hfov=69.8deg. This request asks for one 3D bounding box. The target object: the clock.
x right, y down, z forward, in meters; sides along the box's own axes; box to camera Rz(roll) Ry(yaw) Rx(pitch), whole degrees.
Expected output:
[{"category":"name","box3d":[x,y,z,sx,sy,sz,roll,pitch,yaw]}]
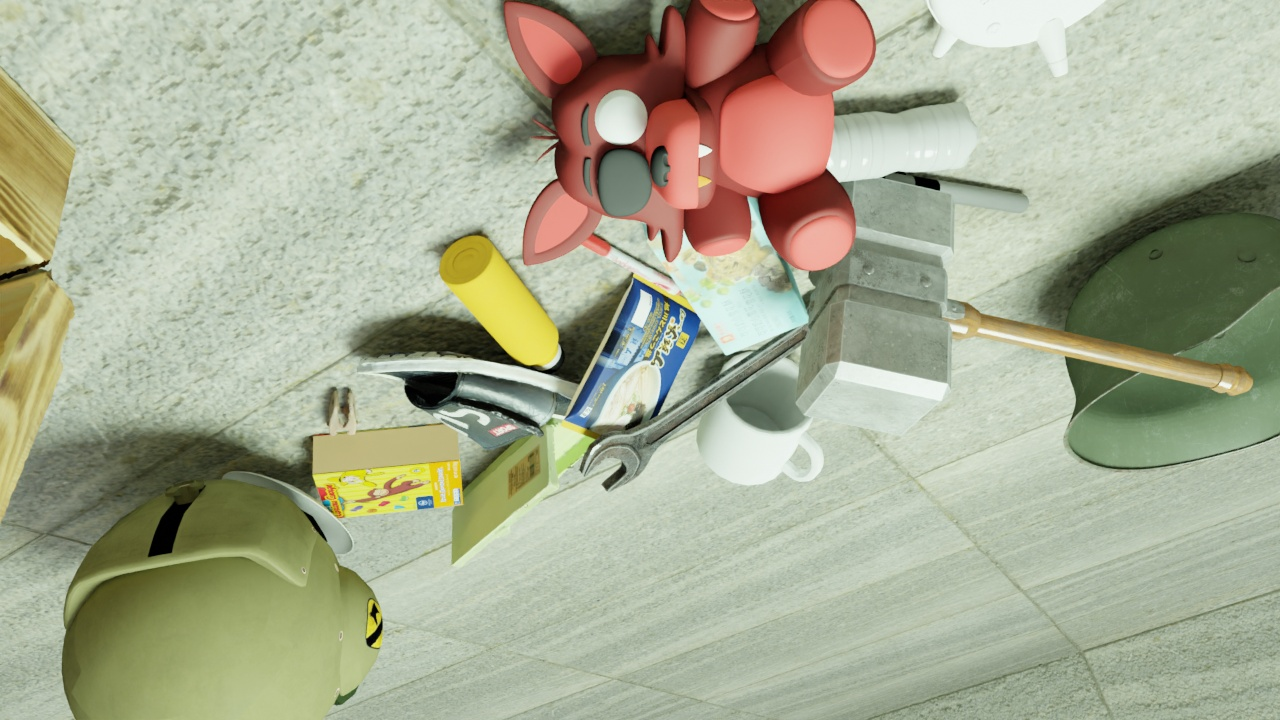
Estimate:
[{"category":"clock","box3d":[0.206,-0.228,0.480,0.125,0.072,0.161,-20,146,12]}]

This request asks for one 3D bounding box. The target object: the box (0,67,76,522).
[{"category":"box","box3d":[-0.438,-0.001,0.380,0.279,0.335,0.287,-16,148,2]}]

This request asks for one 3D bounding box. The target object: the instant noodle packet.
[{"category":"instant noodle packet","box3d":[-0.005,0.004,0.739,0.087,0.026,0.134,26,90,-43]}]

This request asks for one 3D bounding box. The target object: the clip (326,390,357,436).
[{"category":"clip","box3d":[-0.251,0.048,0.782,0.061,0.025,0.049,-32,143,29]}]

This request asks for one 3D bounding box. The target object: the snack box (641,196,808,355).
[{"category":"snack box","box3d":[0.064,-0.074,0.680,0.075,0.053,0.174,-21,144,14]}]

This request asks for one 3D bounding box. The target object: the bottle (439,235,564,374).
[{"category":"bottle","box3d":[-0.098,-0.035,0.692,0.043,0.043,0.144,-19,146,10]}]

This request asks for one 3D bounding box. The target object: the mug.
[{"category":"mug","box3d":[0.116,0.063,0.839,0.090,0.121,0.090,-37,158,-31]}]

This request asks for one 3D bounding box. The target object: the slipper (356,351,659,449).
[{"category":"slipper","box3d":[-0.102,0.043,0.759,0.263,0.063,0.111,13,168,-37]}]

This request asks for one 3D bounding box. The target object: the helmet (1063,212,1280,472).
[{"category":"helmet","box3d":[0.475,-0.034,0.779,0.269,0.153,0.226,-31,139,33]}]

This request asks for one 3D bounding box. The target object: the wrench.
[{"category":"wrench","box3d":[0.067,0.023,0.764,0.273,0.010,0.070,-33,140,-12]}]

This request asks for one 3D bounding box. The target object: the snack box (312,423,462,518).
[{"category":"snack box","box3d":[-0.232,0.103,0.853,0.125,0.040,0.088,-5,146,-12]}]

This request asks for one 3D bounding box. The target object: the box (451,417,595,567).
[{"category":"box","box3d":[-0.109,0.129,0.898,0.082,0.097,0.188,16,140,-35]}]

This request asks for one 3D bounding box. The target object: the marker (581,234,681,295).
[{"category":"marker","box3d":[-0.017,-0.077,0.685,0.013,0.012,0.142,-35,141,29]}]

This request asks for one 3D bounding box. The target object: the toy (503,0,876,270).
[{"category":"toy","box3d":[0.026,-0.129,0.531,0.197,0.120,0.159,-4,120,-5]}]

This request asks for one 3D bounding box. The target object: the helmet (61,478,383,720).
[{"category":"helmet","box3d":[-0.351,0.213,0.764,0.250,0.255,0.233,-10,149,-7]}]

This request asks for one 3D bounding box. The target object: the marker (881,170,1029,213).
[{"category":"marker","box3d":[0.235,-0.126,0.691,0.140,0.016,0.016,3,143,-23]}]

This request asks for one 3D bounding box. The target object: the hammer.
[{"category":"hammer","box3d":[0.279,-0.016,0.646,0.317,0.162,0.083,12,154,-3]}]

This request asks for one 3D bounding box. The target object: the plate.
[{"category":"plate","box3d":[-0.327,0.140,0.859,0.134,0.011,0.135,16,143,12]}]

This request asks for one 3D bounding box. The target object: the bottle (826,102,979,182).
[{"category":"bottle","box3d":[0.154,-0.144,0.613,0.136,0.044,0.044,-8,146,-7]}]
